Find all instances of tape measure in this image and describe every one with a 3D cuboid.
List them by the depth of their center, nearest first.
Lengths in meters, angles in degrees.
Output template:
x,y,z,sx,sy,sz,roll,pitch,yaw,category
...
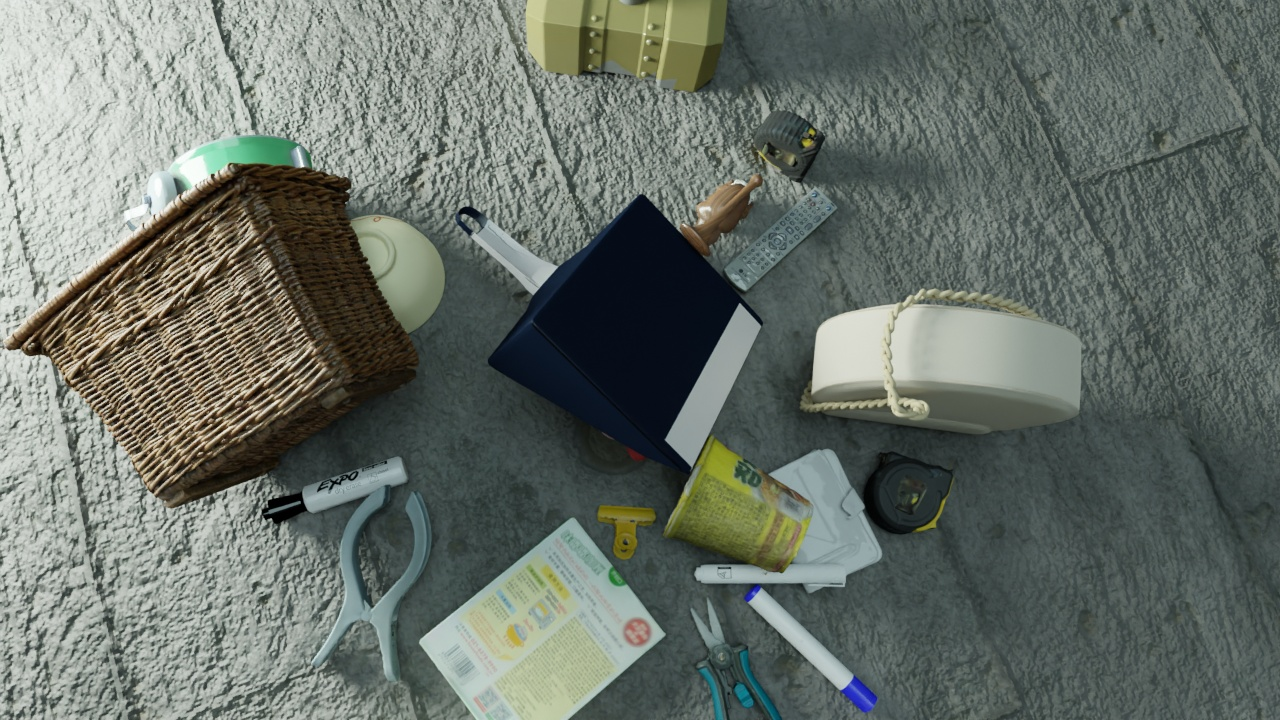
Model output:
x,y,z,sx,sy,sz,roll,pitch,yaw,category
0.244,0.123,0.842,0.071,0.042,0.072,20,78,-3,tape measure
0.144,-0.212,0.901,0.062,0.067,0.038,31,76,3,tape measure

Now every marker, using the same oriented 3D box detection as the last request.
x,y,z,sx,sy,sz,roll,pitch,yaw,category
-0.269,0.116,0.810,0.125,0.025,0.025,-18,78,-9,marker
0.150,0.255,0.813,0.141,0.020,0.020,43,77,6,marker
0.115,0.191,0.813,0.133,0.017,0.020,-2,71,9,marker

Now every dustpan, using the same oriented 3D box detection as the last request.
x,y,z,sx,sy,sz,roll,pitch,yaw,category
-0.041,-0.051,0.798,0.273,0.080,0.235,45,39,-10,dustpan

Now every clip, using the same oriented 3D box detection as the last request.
x,y,z,sx,sy,sz,roll,pitch,yaw,category
-0.241,0.186,0.787,0.108,0.028,0.163,9,82,0,clip
-0.014,0.156,0.827,0.053,0.035,0.046,5,57,-5,clip

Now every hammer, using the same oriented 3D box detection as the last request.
x,y,z,sx,sy,sz,roll,pitch,yaw,category
-0.003,-0.373,0.795,0.190,0.325,0.100,7,76,-3,hammer

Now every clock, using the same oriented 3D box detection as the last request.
x,y,z,sx,sy,sz,roll,pitch,yaw,category
-0.369,-0.143,0.813,0.161,0.122,0.075,-17,79,-12,clock

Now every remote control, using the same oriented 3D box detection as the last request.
x,y,z,sx,sy,sz,roll,pitch,yaw,category
0.138,-0.119,0.905,0.136,0.013,0.033,-42,83,-12,remote control

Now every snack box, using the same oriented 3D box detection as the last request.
x,y,z,sx,sy,sz,roll,pitch,yaw,category
-0.084,0.240,0.794,0.168,0.027,0.132,-38,83,-12,snack box

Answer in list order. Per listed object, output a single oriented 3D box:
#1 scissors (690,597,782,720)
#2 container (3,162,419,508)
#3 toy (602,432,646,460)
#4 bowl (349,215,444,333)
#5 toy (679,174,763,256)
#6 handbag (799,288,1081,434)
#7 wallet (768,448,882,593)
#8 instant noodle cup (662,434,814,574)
x,y,z,sx,sy,sz,roll,pitch,yaw,category
0.084,0.289,0.800,0.149,0.019,0.122,29,80,8,scissors
-0.320,-0.013,0.737,0.250,0.162,0.183,-32,89,15,container
-0.005,0.005,0.830,0.124,0.097,0.131,-40,58,-13,toy
-0.242,-0.085,0.835,0.118,0.074,0.118,1,76,-4,bowl
0.076,-0.140,0.882,0.041,0.055,0.101,48,69,-8,toy
0.254,0.018,0.782,0.210,0.209,0.103,8,79,-3,handbag
0.163,0.144,0.835,0.086,0.032,0.116,-28,80,-8,wallet
0.086,0.130,0.793,0.108,0.102,0.102,25,76,5,instant noodle cup
